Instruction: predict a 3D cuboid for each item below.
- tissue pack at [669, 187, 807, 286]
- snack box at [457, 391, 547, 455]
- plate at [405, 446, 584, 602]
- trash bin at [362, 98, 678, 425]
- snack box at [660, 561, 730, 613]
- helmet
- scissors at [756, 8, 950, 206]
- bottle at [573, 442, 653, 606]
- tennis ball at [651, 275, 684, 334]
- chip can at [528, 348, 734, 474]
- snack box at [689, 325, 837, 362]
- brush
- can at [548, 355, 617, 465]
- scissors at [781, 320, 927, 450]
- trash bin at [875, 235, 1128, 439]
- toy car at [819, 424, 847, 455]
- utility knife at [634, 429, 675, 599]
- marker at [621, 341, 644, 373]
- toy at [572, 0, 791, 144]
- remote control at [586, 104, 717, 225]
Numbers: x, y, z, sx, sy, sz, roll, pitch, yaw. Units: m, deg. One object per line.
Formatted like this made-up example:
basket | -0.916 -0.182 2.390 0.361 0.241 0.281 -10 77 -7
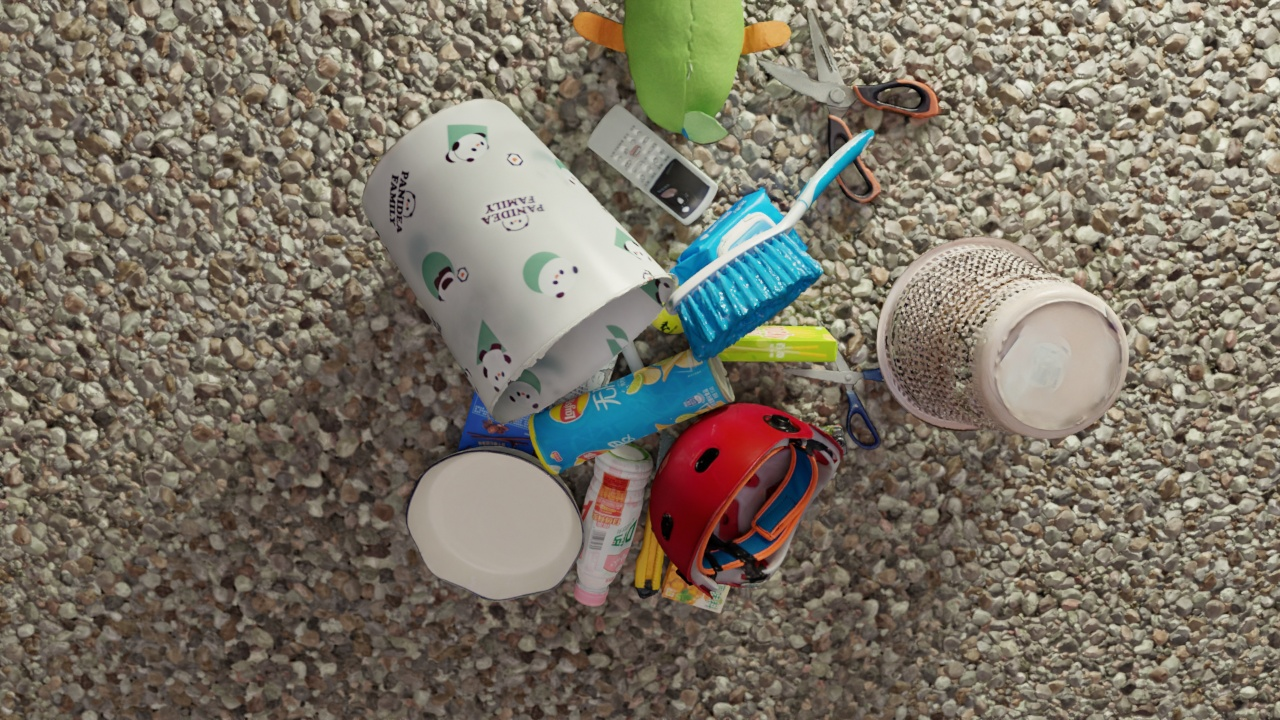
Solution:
tissue pack | 0.109 -0.111 0.994 0.156 0.052 0.095 -43 103 -21
snack box | -0.151 0.051 1.064 0.084 0.026 0.157 18 102 -4
plate | -0.166 0.185 1.068 0.205 0.045 0.205 2 113 6
trash bin | -0.127 -0.103 0.910 0.230 0.229 0.252 -39 80 7
snack box | 0.084 0.223 1.108 0.077 0.027 0.156 17 102 -5
helmet | 0.087 0.133 0.977 0.144 0.239 0.207 35 103 33
scissors | 0.227 -0.273 1.001 0.226 0.015 0.189 11 103 -3
bottle | -0.038 0.195 1.082 0.068 0.068 0.197 12 106 -4
tennis ball | 0.037 -0.062 1.020 0.065 0.065 0.065 0 103 -1
chip can | -0.011 0.051 0.970 0.210 0.071 0.071 -23 103 13
snack box | 0.133 -0.019 1.019 0.156 0.085 0.026 1 104 2
brush | 0.153 -0.125 0.941 0.314 0.061 0.109 -34 68 -12
can | -0.071 0.044 1.048 0.058 0.058 0.147 17 102 -5
scissors | 0.254 0.028 1.074 0.176 0.012 0.162 -7 102 3
trash bin | 0.389 -0.013 0.966 0.227 0.192 0.227 -1 101 -5
toy car | 0.195 0.102 1.078 0.090 0.035 0.042 -14 102 11
utility knife | 0.018 0.188 1.105 0.033 0.015 0.219 6 103 -5
marker | -0.006 0.006 1.059 0.018 0.022 0.131 -14 107 39
toy | 0.044 -0.350 0.942 0.227 0.090 0.247 1 106 -1
remote control | 0.014 -0.214 1.008 0.150 0.021 0.058 37 100 -8
